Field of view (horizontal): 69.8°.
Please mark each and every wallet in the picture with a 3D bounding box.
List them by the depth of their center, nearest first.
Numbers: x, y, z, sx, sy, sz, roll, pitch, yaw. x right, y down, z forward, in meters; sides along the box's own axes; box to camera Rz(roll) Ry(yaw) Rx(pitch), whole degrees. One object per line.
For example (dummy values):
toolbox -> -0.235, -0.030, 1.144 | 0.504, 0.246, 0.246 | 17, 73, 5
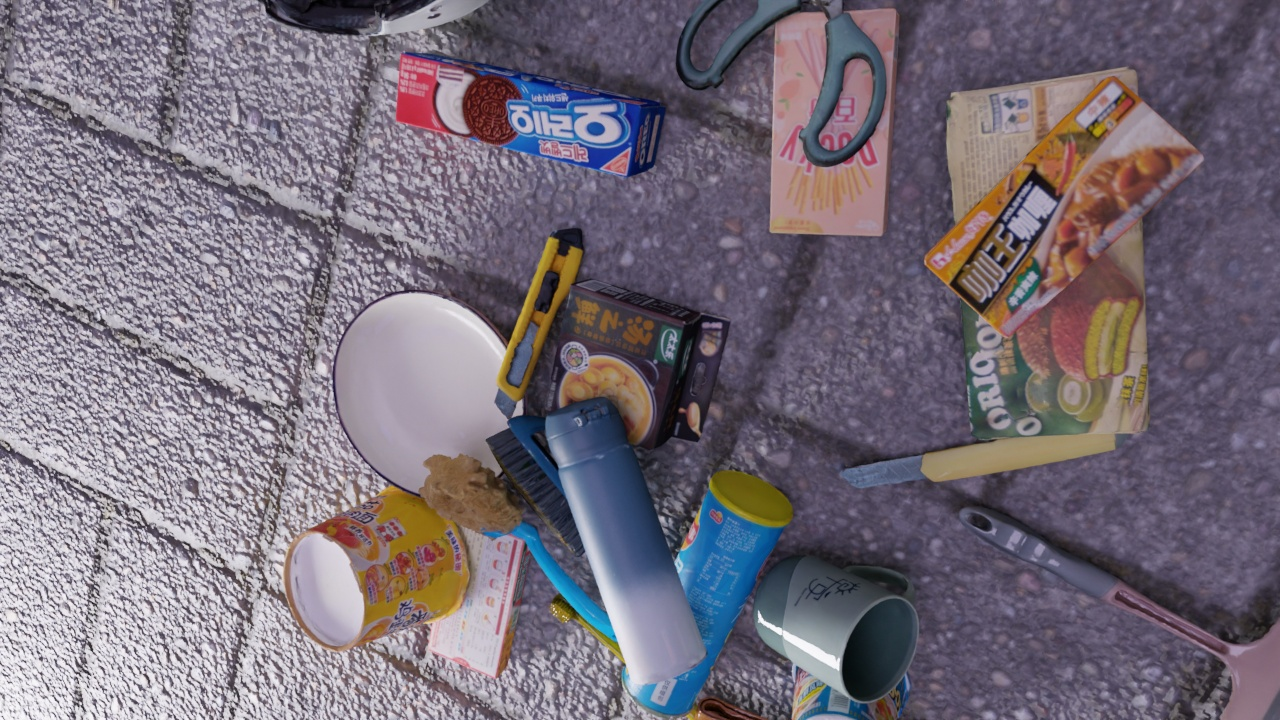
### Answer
wallet -> 0.091, 0.360, 0.806 | 0.108, 0.031, 0.132 | 16, 123, 12

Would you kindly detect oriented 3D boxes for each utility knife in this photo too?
utility knife -> 0.258, 0.073, 0.693 | 0.213, 0.022, 0.031 | -14, 98, 14
utility knife -> -0.084, -0.031, 0.757 | 0.033, 0.015, 0.170 | 20, 93, -6

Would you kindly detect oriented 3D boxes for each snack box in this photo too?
snack box -> 0.261, -0.094, 0.577 | 0.075, 0.026, 0.154 | 44, 112, 5
snack box -> 0.277, -0.069, 0.627 | 0.115, 0.063, 0.240 | -5, 102, 20
snack box -> 0.140, -0.170, 0.667 | 0.084, 0.026, 0.157 | 4, 104, 18
snack box -> -0.088, -0.196, 0.721 | 0.207, 0.057, 0.058 | 16, 111, 14
snack box -> -0.004, 0.004, 0.751 | 0.126, 0.053, 0.113 | 19, 109, 19
snack box -> -0.151, 0.217, 0.863 | 0.077, 0.027, 0.156 | 18, 109, 14

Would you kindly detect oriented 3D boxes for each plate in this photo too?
plate -> -0.183, 0.029, 0.819 | 0.193, 0.039, 0.192 | 5, 105, 17

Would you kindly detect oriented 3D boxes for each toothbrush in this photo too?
toothbrush -> -0.007, 0.279, 0.836 | 0.190, 0.016, 0.016 | 38, 113, 6

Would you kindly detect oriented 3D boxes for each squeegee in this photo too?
squeegee -> 0.353, 0.172, 0.677 | 0.250, 0.040, 0.248 | 28, 95, 16

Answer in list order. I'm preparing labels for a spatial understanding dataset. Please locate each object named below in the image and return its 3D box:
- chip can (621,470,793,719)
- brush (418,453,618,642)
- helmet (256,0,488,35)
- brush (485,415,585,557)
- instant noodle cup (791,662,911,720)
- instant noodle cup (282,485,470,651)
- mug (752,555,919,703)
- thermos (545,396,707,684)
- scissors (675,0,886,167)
chip can -> 0.053, 0.197, 0.767 | 0.071, 0.071, 0.211 | 26, 111, 11
brush -> -0.090, 0.170, 0.794 | 0.254, 0.045, 0.083 | 47, 140, -15
helmet -> -0.182, -0.349, 0.661 | 0.274, 0.156, 0.230 | 18, 111, 25
brush -> -0.065, 0.100, 0.776 | 0.073, 0.055, 0.144 | -36, 117, -6
instant noodle cup -> 0.162, 0.282, 0.731 | 0.099, 0.109, 0.099 | 4, 104, 18
instant noodle cup -> -0.243, 0.190, 0.826 | 0.138, 0.109, 0.138 | 6, 101, 32
mug -> 0.157, 0.196, 0.716 | 0.106, 0.111, 0.082 | 16, 131, 56
thermos -> -0.014, 0.136, 0.715 | 0.070, 0.070, 0.220 | -21, 88, 22
scissors -> 0.097, -0.224, 0.643 | 0.181, 0.019, 0.170 | 7, 107, 19
